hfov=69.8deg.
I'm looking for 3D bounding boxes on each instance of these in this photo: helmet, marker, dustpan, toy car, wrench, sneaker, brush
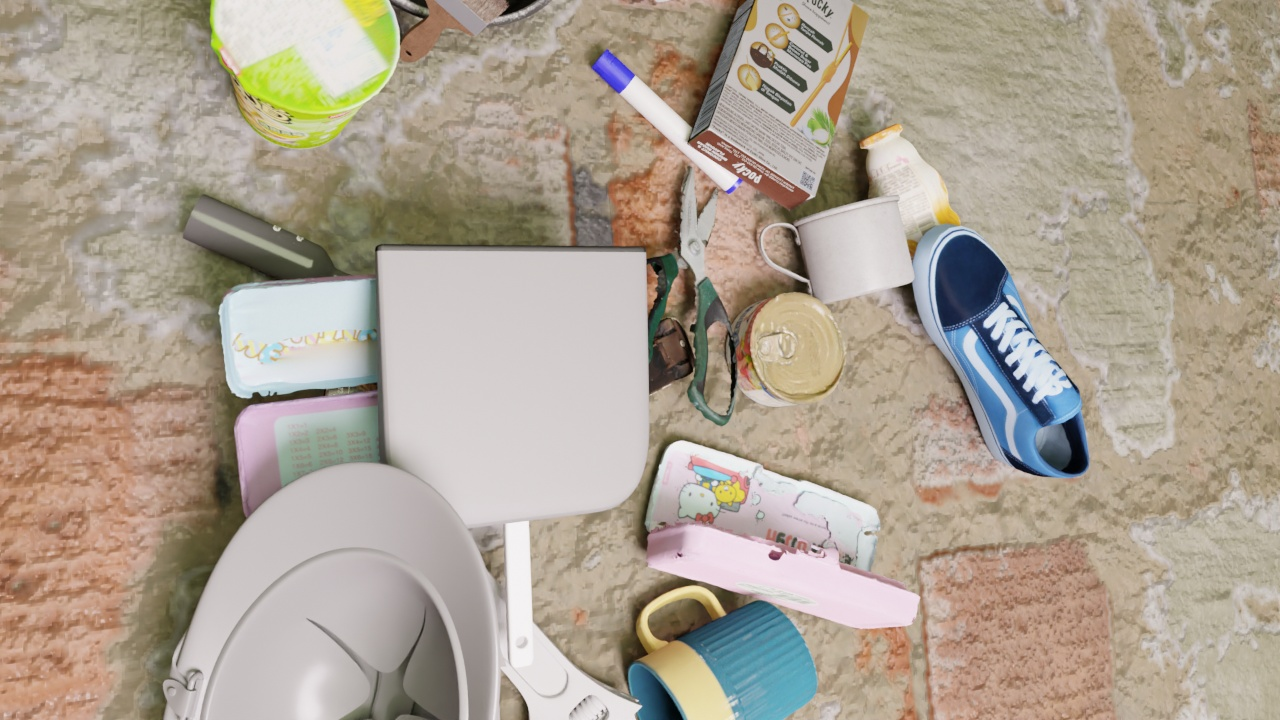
[{"bbox_3d":[-0.155,0.192,0.525,0.183,0.117,0.271,13,87,10],"label":"helmet"},{"bbox_3d":[0.022,-0.180,0.697,0.141,0.020,0.020,40,70,-15],"label":"marker"},{"bbox_3d":[-0.073,0.061,0.553,0.163,0.033,0.257,-3,93,-25],"label":"dustpan"},{"bbox_3d":[-0.004,0.004,0.657,0.112,0.041,0.048,-25,94,-43],"label":"toy car"},{"bbox_3d":[-0.095,0.187,0.600,0.086,0.018,0.273,-42,98,-10],"label":"wrench"},{"bbox_3d":[0.304,-0.005,0.732,0.083,0.098,0.241,-37,112,-15],"label":"sneaker"},{"bbox_3d":[-0.127,-0.209,0.566,0.045,0.143,0.008,38,71,-25],"label":"brush"}]

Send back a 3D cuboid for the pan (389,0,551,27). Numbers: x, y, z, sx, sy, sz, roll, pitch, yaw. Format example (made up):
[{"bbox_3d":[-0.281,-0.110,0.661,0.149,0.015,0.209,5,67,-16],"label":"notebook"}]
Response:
[{"bbox_3d":[-0.098,-0.377,0.649,0.187,0.055,0.356,34,65,-17],"label":"pan"}]

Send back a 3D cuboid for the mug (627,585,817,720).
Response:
[{"bbox_3d":[0.049,0.210,0.637,0.107,0.083,0.113,-21,65,-25],"label":"mug"}]

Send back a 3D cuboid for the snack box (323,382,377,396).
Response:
[{"bbox_3d":[-0.131,0.030,0.597,0.140,0.032,0.051,10,80,-23],"label":"snack box"}]

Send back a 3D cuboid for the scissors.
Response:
[{"bbox_3d":[0.017,-0.062,0.659,0.146,0.015,0.209,11,69,-37],"label":"scissors"}]

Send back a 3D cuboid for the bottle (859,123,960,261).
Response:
[{"bbox_3d":[0.218,-0.139,0.757,0.063,0.063,0.109,-27,95,-25],"label":"bottle"}]

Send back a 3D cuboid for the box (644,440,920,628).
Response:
[{"bbox_3d":[0.107,0.124,0.672,0.201,0.087,0.102,21,63,-20],"label":"box"}]

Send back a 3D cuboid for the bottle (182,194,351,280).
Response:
[{"bbox_3d":[-0.220,-0.064,0.569,0.113,0.030,0.030,25,74,-20],"label":"bottle"}]

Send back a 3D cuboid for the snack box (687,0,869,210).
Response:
[{"bbox_3d":[0.113,-0.224,0.725,0.101,0.032,0.185,28,68,-21],"label":"snack box"}]

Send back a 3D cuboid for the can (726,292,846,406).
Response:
[{"bbox_3d":[0.111,-0.007,0.705,0.086,0.043,0.086,3,82,-24],"label":"can"}]

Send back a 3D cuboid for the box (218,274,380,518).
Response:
[{"bbox_3d":[-0.132,0.016,0.553,0.213,0.049,0.150,-6,107,-25],"label":"box"}]

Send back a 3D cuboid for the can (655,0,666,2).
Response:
[{"bbox_3d":[0.011,-0.330,0.685,0.064,0.064,0.105,-28,96,-24],"label":"can"}]

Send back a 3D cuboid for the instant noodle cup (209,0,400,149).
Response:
[{"bbox_3d":[-0.203,-0.177,0.547,0.098,0.108,0.099,3,83,-24],"label":"instant noodle cup"}]

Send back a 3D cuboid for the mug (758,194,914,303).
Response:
[{"bbox_3d":[0.153,-0.083,0.718,0.113,0.084,0.070,-14,92,4],"label":"mug"}]
